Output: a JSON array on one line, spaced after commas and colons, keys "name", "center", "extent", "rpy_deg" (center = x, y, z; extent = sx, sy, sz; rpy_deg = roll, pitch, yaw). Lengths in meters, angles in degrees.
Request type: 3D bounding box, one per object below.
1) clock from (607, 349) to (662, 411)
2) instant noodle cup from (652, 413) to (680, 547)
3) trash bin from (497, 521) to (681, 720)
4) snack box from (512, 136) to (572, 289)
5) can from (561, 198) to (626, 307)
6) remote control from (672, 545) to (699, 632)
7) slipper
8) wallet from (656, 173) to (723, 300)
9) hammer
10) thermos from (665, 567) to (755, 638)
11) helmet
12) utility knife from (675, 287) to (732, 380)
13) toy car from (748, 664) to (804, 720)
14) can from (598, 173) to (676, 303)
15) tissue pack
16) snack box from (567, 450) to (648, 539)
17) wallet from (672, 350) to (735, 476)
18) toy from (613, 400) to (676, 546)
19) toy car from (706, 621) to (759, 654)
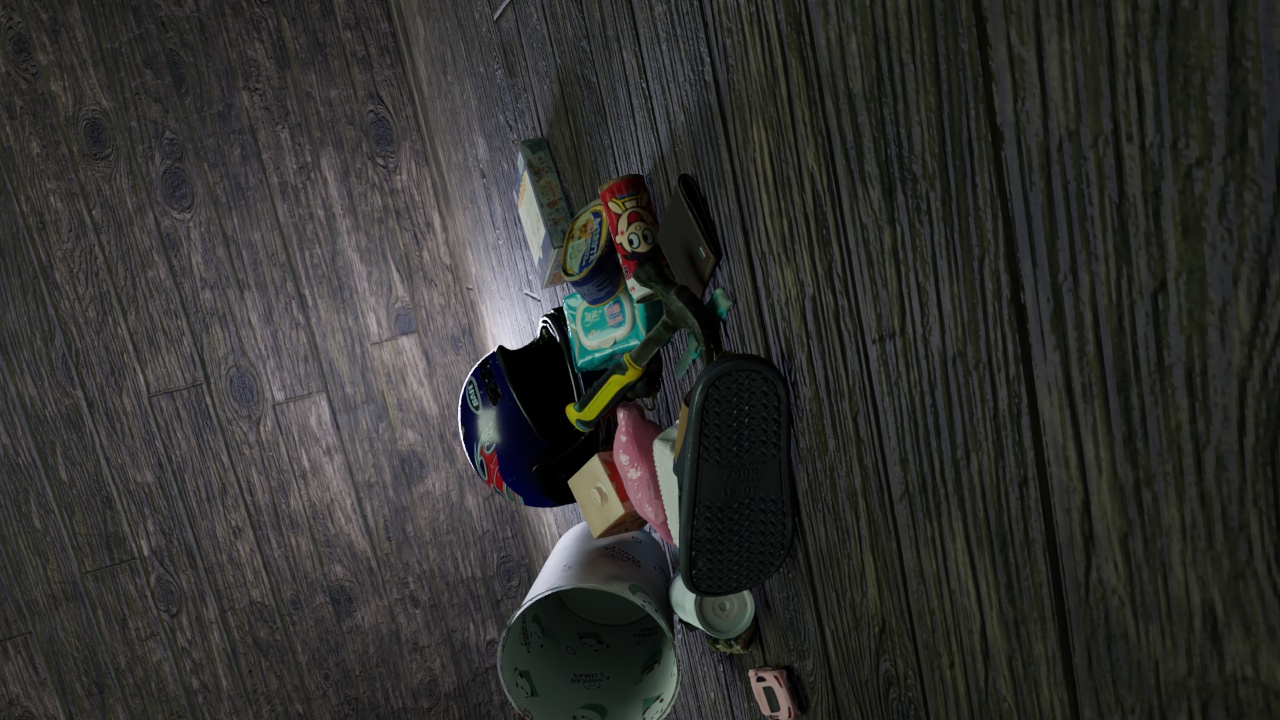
[{"name": "clock", "center": [-0.007, 0.007, 1.147], "extent": [0.082, 0.055, 0.122], "rpy_deg": [169, 85, -73]}, {"name": "instant noodle cup", "center": [0.064, 0.152, 1.039], "extent": [0.138, 0.060, 0.173], "rpy_deg": [-154, 51, -70]}, {"name": "trash bin", "center": [-0.056, 0.350, 1.253], "extent": [0.251, 0.230, 0.230], "rpy_deg": [-73, -28, -75]}, {"name": "snack box", "center": [-0.153, -0.226, 1.442], "extent": [0.178, 0.045, 0.182], "rpy_deg": [127, 126, -70]}, {"name": "can", "center": [-0.049, -0.126, 1.058], "extent": [0.049, 0.075, 0.147], "rpy_deg": [47, -150, -32]}, {"name": "remote control", "center": [0.062, 0.307, 1.258], "extent": [0.058, 0.021, 0.150], "rpy_deg": [-124, 25, -49]}, {"name": "slipper", "center": [0.087, 0.103, 0.862], "extent": [0.083, 0.110, 0.269], "rpy_deg": [-103, 11, -61]}, {"name": "wallet", "center": [0.048, -0.115, 0.913], "extent": [0.122, 0.020, 0.096], "rpy_deg": [111, 140, -68]}, {"name": "hammer", "center": [-0.011, 0.011, 1.011], "extent": [0.126, 0.031, 0.324], "rpy_deg": [45, 146, 2]}, {"name": "thermos", "center": [0.075, 0.286, 1.087], "extent": [0.224, 0.073, 0.073], "rpy_deg": [126, 127, -77]}, {"name": "helmet", "center": [-0.146, 0.074, 1.349], "extent": [0.247, 0.240, 0.316], "rpy_deg": [-121, 23, -43]}, {"name": "utility knife", "center": [0.061, -0.022, 0.963], "extent": [0.224, 0.013, 0.029], "rpy_deg": [114, 137, -66]}, {"name": "toy car", "center": [0.144, 0.366, 1.009], "extent": [0.123, 0.037, 0.056], "rpy_deg": [120, 134, -70]}, {"name": "can", "center": [-0.002, -0.132, 1.002], "extent": [0.053, 0.053, 0.132], "rpy_deg": [140, 113, -73]}, {"name": "tissue pack", "center": [-0.032, -0.046, 1.076], "extent": [0.134, 0.050, 0.093], "rpy_deg": [-21, 77, 35]}, {"name": "snack box", "center": [-0.028, 0.180, 1.257], "extent": [0.077, 0.094, 0.092], "rpy_deg": [-46, 61, 36]}, {"name": "wallet", "center": [0.065, 0.055, 0.910], "extent": [0.033, 0.090, 0.115], "rpy_deg": [28, 142, 21]}, {"name": "toy", "center": [0.013, 0.144, 1.173], "extent": [0.178, 0.074, 0.194], "rpy_deg": [47, -155, -82]}, {"name": "toy car", "center": [0.108, 0.324, 1.076], "extent": [0.035, 0.042, 0.091], "rpy_deg": [39, 157, -1]}]
